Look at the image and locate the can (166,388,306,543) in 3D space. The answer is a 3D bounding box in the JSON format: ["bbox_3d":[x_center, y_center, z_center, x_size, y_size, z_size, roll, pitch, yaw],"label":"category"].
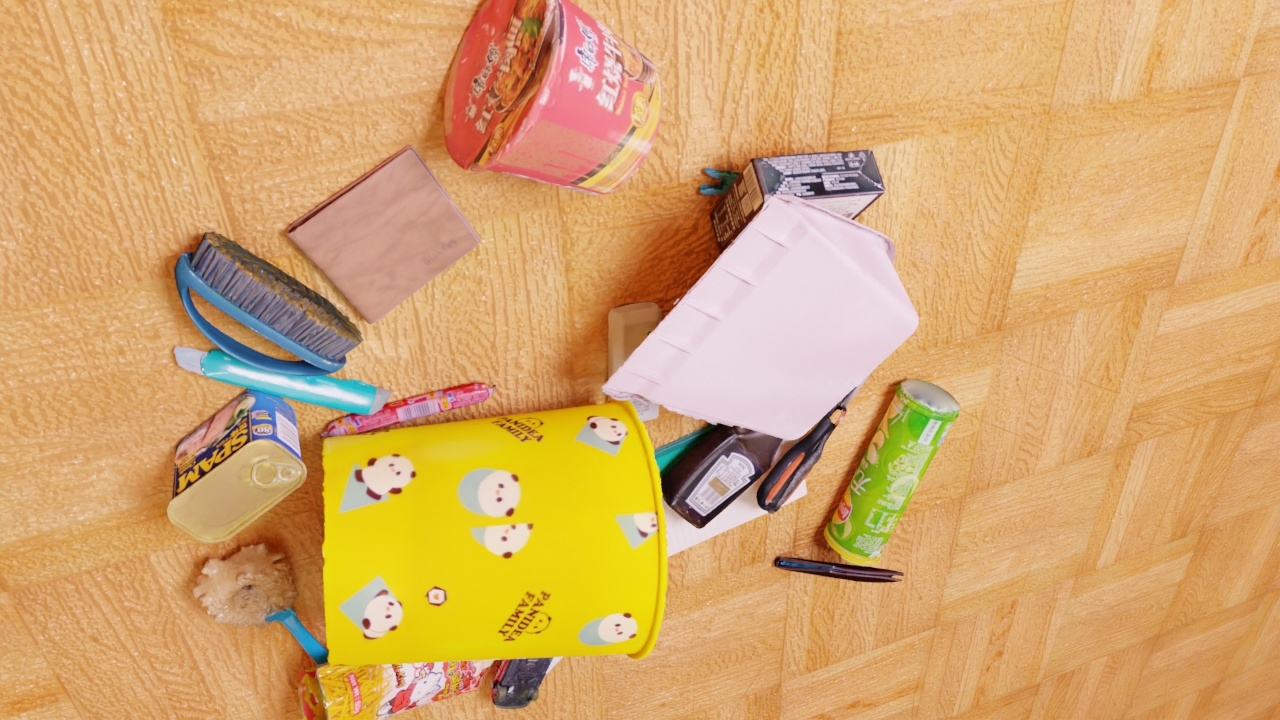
[{"bbox_3d":[-0.319,0.080,0.726,0.102,0.083,0.057,-37,129,1],"label":"can"}]

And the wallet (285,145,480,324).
[{"bbox_3d":[-0.195,-0.096,0.710,0.115,0.020,0.101,-37,130,-2],"label":"wallet"}]

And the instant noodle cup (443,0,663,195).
[{"bbox_3d":[-0.059,-0.184,0.649,0.108,0.138,0.138,14,114,-41],"label":"instant noodle cup"}]

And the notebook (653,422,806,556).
[{"bbox_3d":[0.079,0.130,0.986,0.209,0.012,0.150,-22,126,-9],"label":"notebook"}]

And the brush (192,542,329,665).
[{"bbox_3d":[-0.326,0.257,0.868,0.083,0.046,0.255,-33,134,-14],"label":"brush"}]

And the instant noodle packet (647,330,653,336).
[{"bbox_3d":[0.072,-0.034,0.840,0.128,0.044,0.111,-35,154,2],"label":"instant noodle packet"}]

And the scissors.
[{"bbox_3d":[0.197,0.066,0.962,0.124,0.022,0.235,2,121,-57],"label":"scissors"}]

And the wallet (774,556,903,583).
[{"bbox_3d":[0.236,0.250,1.091,0.122,0.097,0.020,14,74,-32],"label":"wallet"}]

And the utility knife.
[{"bbox_3d":[-0.286,0.016,0.742,0.171,0.013,0.029,18,77,-31],"label":"utility knife"}]

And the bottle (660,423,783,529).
[{"bbox_3d":[0.108,0.087,0.937,0.195,0.044,0.080,-43,131,5],"label":"bottle"}]

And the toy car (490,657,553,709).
[{"bbox_3d":[-0.125,0.326,0.999,0.053,0.045,0.121,15,109,-29],"label":"toy car"}]

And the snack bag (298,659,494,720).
[{"bbox_3d":[-0.231,0.313,0.921,0.207,0.073,0.129,-7,124,-41],"label":"snack bag"}]

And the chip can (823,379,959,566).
[{"bbox_3d":[0.282,0.125,1.036,0.072,0.072,0.222,6,119,-28],"label":"chip can"}]

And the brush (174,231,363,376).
[{"bbox_3d":[-0.283,-0.032,0.687,0.073,0.055,0.144,-45,128,6],"label":"brush"}]

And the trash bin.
[{"bbox_3d":[-0.133,0.149,0.779,0.255,0.229,0.230,-1,121,-17],"label":"trash bin"}]

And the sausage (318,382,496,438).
[{"bbox_3d":[-0.201,0.043,0.797,0.155,0.020,0.020,-15,126,-15],"label":"sausage"}]

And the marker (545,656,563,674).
[{"bbox_3d":[-0.072,0.309,1.029,0.022,0.018,0.131,40,99,-20],"label":"marker"}]

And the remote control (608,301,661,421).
[{"bbox_3d":[-0.005,0.005,0.858,0.049,0.024,0.125,-11,125,-17],"label":"remote control"}]

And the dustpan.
[{"bbox_3d":[0.114,-0.044,0.811,0.273,0.138,0.223,27,121,-32],"label":"dustpan"}]

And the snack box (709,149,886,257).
[{"bbox_3d":[0.128,-0.127,0.791,0.113,0.053,0.126,-8,166,-20],"label":"snack box"}]

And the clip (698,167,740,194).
[{"bbox_3d":[0.078,-0.154,0.798,0.057,0.014,0.046,-2,121,-22],"label":"clip"}]
